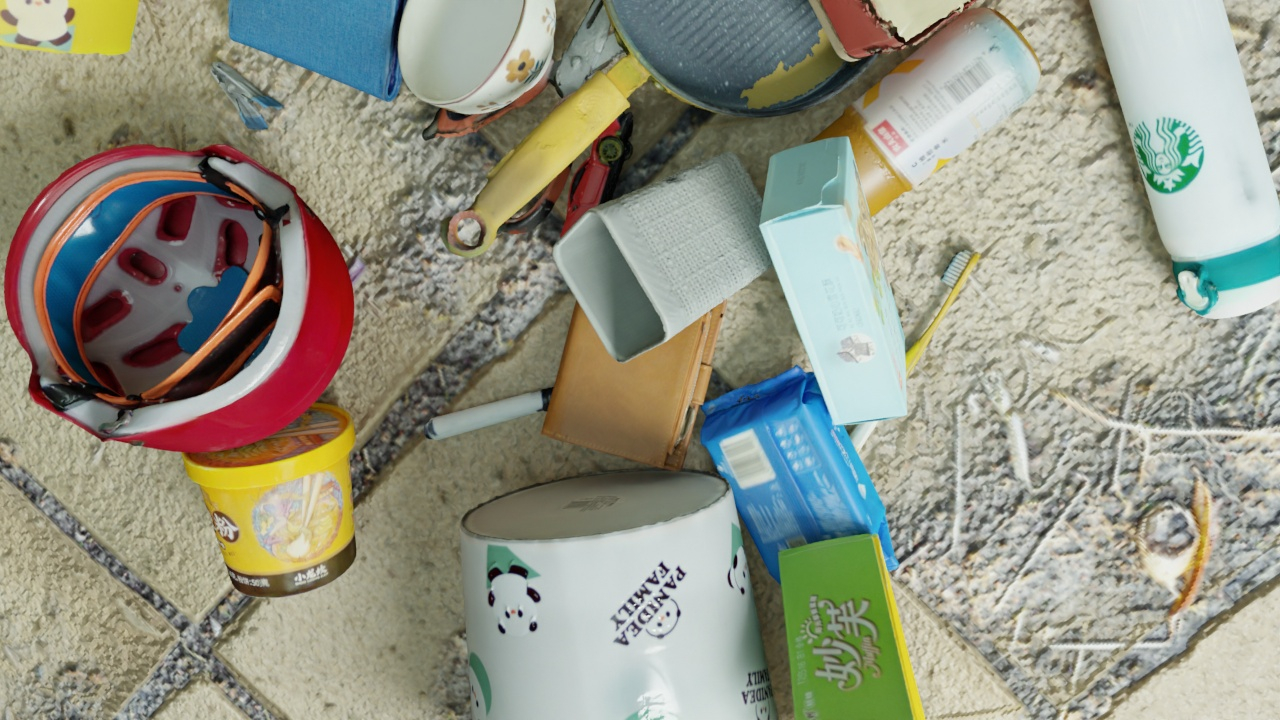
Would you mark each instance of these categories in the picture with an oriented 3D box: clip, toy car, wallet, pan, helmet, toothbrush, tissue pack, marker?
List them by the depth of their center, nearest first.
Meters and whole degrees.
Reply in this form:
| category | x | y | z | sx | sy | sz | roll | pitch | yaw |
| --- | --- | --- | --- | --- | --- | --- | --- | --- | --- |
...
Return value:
| category | x | y | z | sx | sy | sz | roll | pitch | yaw |
| --- | --- | --- | --- | --- | --- | --- | --- | --- | --- |
| pan | 0.014 | -0.192 | 0.552 | 0.357 | 0.078 | 0.197 | -44 | 103 | 1 |
| toy car | -0.030 | -0.122 | 0.634 | 0.031 | 0.049 | 0.106 | 22 | 106 | 2 |
| wallet | -0.220 | -0.252 | 0.634 | 0.133 | 0.040 | 0.107 | 22 | 119 | 8 |
| toothbrush | 0.181 | 0.006 | 0.645 | 0.018 | 0.016 | 0.191 | 32 | 105 | 12 |
| tissue pack | 0.111 | 0.085 | 0.645 | 0.095 | 0.052 | 0.157 | -24 | 95 | 35 |
| helmet | -0.307 | -0.036 | 0.647 | 0.240 | 0.144 | 0.206 | 28 | 81 | 23 |
| wallet | -0.004 | 0.004 | 0.655 | 0.108 | 0.031 | 0.132 | 14 | 91 | 5 |
| clip | -0.293 | -0.196 | 0.672 | 0.045 | 0.027 | 0.058 | -42 | 93 | 22 |
| marker | -0.103 | 0.039 | 0.694 | 0.131 | 0.022 | 0.018 | -16 | 128 | 11 |

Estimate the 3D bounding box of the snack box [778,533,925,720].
| category | x | y | z | sx | sy | sz | roll | pitch | yaw |
| --- | --- | --- | --- | --- | --- | --- | --- | --- | --- |
| snack box | 0.150 | 0.241 | 0.595 | 0.070 | 0.157 | 0.210 | -14 | 123 | 13 |

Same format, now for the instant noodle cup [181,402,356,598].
| category | x | y | z | sx | sy | sz | roll | pitch | yaw |
| --- | --- | --- | --- | --- | --- | --- | --- | --- | --- |
| instant noodle cup | -0.269 | 0.105 | 0.690 | 0.118 | 0.118 | 0.114 | 1 | 111 | 9 |

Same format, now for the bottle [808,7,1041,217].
| category | x | y | z | sx | sy | sz | roll | pitch | yaw |
| --- | --- | --- | --- | --- | --- | --- | --- | --- | --- |
| bottle | 0.159 | -0.140 | 0.589 | 0.190 | 0.068 | 0.068 | -38 | 94 | 18 |

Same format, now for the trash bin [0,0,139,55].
| category | x | y | z | sx | sy | sz | roll | pitch | yaw |
| --- | --- | --- | --- | --- | --- | --- | --- | --- | --- |
| trash bin | -0.407 | -0.342 | 0.566 | 0.229 | 0.229 | 0.256 | 18 | 110 | 5 |

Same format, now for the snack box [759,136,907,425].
| category | x | y | z | sx | sy | sz | roll | pitch | yaw |
| --- | --- | --- | --- | --- | --- | --- | --- | --- | --- |
| snack box | 0.124 | -0.044 | 0.571 | 0.052 | 0.074 | 0.175 | -10 | 131 | 22 |

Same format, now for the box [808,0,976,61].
| category | x | y | z | sx | sy | sz | roll | pitch | yaw |
| --- | --- | --- | --- | --- | --- | --- | --- | --- | --- |
| box | 0.179 | -0.253 | 0.522 | 0.168 | 0.080 | 0.091 | -36 | 108 | -8 |

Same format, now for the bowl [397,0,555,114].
| category | x | y | z | sx | sy | sz | roll | pitch | yaw |
| --- | --- | --- | --- | --- | --- | --- | --- | --- | --- |
| bowl | -0.096 | -0.209 | 0.593 | 0.114 | 0.062 | 0.113 | -8 | 76 | 35 |

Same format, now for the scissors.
| category | x | y | z | sx | sy | sz | roll | pitch | yaw |
| --- | --- | --- | --- | --- | --- | --- | --- | --- | --- |
| scissors | -0.058 | -0.182 | 0.618 | 0.227 | 0.015 | 0.188 | -12 | 73 | 22 |

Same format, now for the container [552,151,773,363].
| category | x | y | z | sx | sy | sz | roll | pitch | yaw |
| --- | --- | --- | --- | --- | --- | --- | --- | --- | --- |
| container | 0.022 | -0.069 | 0.590 | 0.114 | 0.090 | 0.090 | -31 | 93 | -26 |

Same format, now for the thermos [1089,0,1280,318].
| category | x | y | z | sx | sy | sz | roll | pitch | yaw |
| --- | --- | --- | --- | --- | --- | --- | --- | --- | --- |
| thermos | 0.337 | -0.136 | 0.562 | 0.073 | 0.073 | 0.224 | -20 | 99 | 12 |

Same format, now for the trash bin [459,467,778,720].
| category | x | y | z | sx | sy | sz | roll | pitch | yaw |
| --- | --- | --- | --- | --- | --- | --- | --- | --- | --- |
| trash bin | -0.013 | 0.215 | 0.622 | 0.230 | 0.229 | 0.252 | -6 | 95 | 10 |
